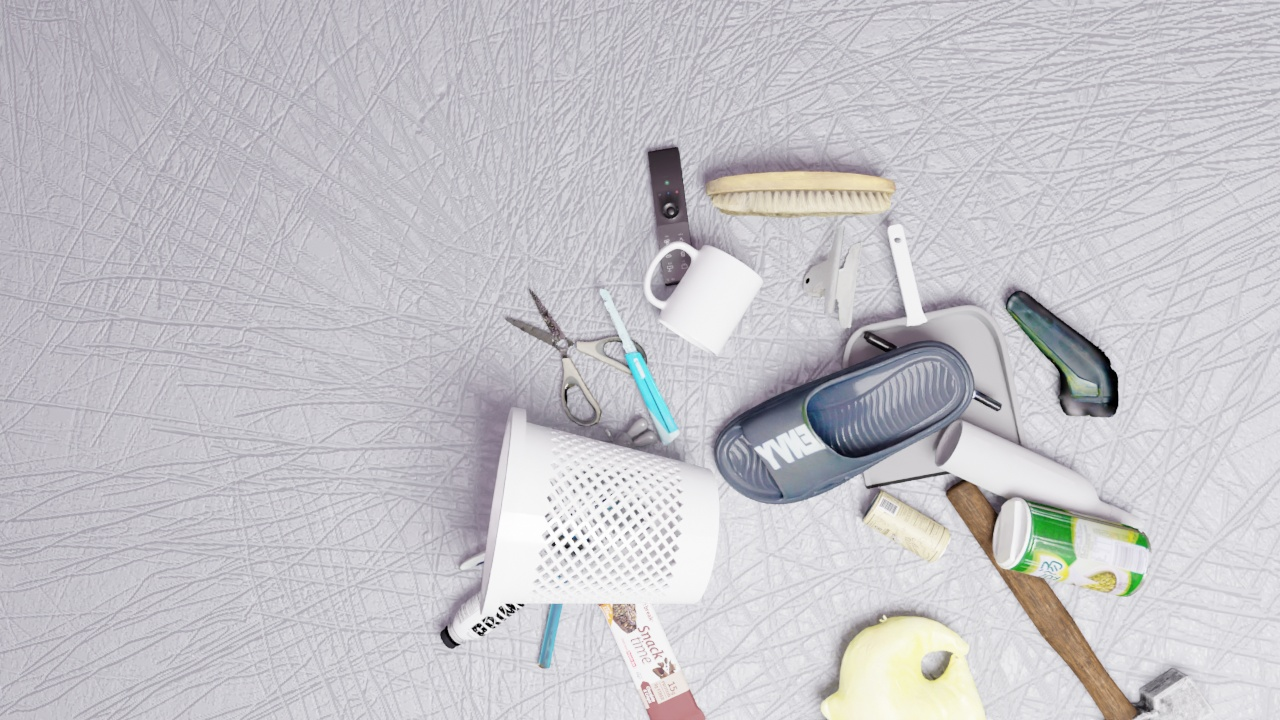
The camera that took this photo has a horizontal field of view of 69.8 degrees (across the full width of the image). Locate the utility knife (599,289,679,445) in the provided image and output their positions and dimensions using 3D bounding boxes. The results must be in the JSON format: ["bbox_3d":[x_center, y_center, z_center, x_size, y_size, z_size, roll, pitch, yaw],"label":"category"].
[{"bbox_3d":[-0.006,0.006,0.972,0.022,0.015,0.179,-26,88,-8],"label":"utility knife"}]

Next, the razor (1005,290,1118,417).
[{"bbox_3d":[0.415,-0.004,0.910,0.067,0.053,0.151,-45,73,19],"label":"razor"}]

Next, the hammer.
[{"bbox_3d":[0.365,0.268,0.892,0.218,0.037,0.300,-34,80,3],"label":"hammer"}]

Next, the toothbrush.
[{"bbox_3d":[-0.110,0.185,0.979,0.189,0.016,0.017,-25,91,5],"label":"toothbrush"}]

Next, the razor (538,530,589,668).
[{"bbox_3d":[-0.087,0.253,0.967,0.042,0.022,0.144,12,91,2],"label":"razor"}]

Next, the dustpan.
[{"bbox_3d":[0.285,-0.011,0.934,0.163,0.033,0.257,-12,82,7],"label":"dustpan"}]

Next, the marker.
[{"bbox_3d":[0.291,0.011,0.915,0.152,0.011,0.011,29,88,4],"label":"marker"}]

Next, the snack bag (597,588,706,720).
[{"bbox_3d":[0.010,0.308,0.949,0.057,0.013,0.158,-25,81,3],"label":"snack bag"}]

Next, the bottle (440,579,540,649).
[{"bbox_3d":[-0.159,0.261,0.965,0.116,0.041,0.041,-37,80,3],"label":"bottle"}]

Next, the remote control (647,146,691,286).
[{"bbox_3d":[0.034,-0.157,0.996,0.034,0.013,0.150,-8,83,7],"label":"remote control"}]

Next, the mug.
[{"bbox_3d":[0.057,-0.072,0.947,0.110,0.074,0.090,32,89,-6],"label":"mug"}]

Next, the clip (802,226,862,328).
[{"bbox_3d":[0.200,-0.083,0.950,0.058,0.052,0.102,14,69,-3],"label":"clip"}]

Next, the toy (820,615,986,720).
[{"bbox_3d":[0.253,0.334,0.886,0.155,0.064,0.170,-15,78,7],"label":"toy"}]

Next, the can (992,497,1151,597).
[{"bbox_3d":[0.396,0.173,0.850,0.121,0.067,0.067,14,86,-1],"label":"can"}]

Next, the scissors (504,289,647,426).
[{"bbox_3d":[-0.071,-0.003,0.994,0.157,0.012,0.165,-1,84,6],"label":"scissors"}]

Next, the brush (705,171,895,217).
[{"bbox_3d":[0.164,-0.172,0.956,0.195,0.059,0.043,2,93,10],"label":"brush"}]

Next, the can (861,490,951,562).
[{"bbox_3d":[0.265,0.166,0.915,0.079,0.038,0.038,31,89,10],"label":"can"}]

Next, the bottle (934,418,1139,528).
[{"bbox_3d":[0.388,0.120,0.891,0.195,0.052,0.052,24,88,0],"label":"bottle"}]

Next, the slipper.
[{"bbox_3d":[0.197,0.068,0.897,0.268,0.083,0.110,-27,88,16],"label":"slipper"}]

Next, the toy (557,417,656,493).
[{"bbox_3d":[-0.036,0.100,0.970,0.111,0.030,0.049,-32,96,-1],"label":"toy"}]

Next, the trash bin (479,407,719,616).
[{"bbox_3d":[-0.040,0.156,0.883,0.199,0.196,0.195,9,85,-10],"label":"trash bin"}]
